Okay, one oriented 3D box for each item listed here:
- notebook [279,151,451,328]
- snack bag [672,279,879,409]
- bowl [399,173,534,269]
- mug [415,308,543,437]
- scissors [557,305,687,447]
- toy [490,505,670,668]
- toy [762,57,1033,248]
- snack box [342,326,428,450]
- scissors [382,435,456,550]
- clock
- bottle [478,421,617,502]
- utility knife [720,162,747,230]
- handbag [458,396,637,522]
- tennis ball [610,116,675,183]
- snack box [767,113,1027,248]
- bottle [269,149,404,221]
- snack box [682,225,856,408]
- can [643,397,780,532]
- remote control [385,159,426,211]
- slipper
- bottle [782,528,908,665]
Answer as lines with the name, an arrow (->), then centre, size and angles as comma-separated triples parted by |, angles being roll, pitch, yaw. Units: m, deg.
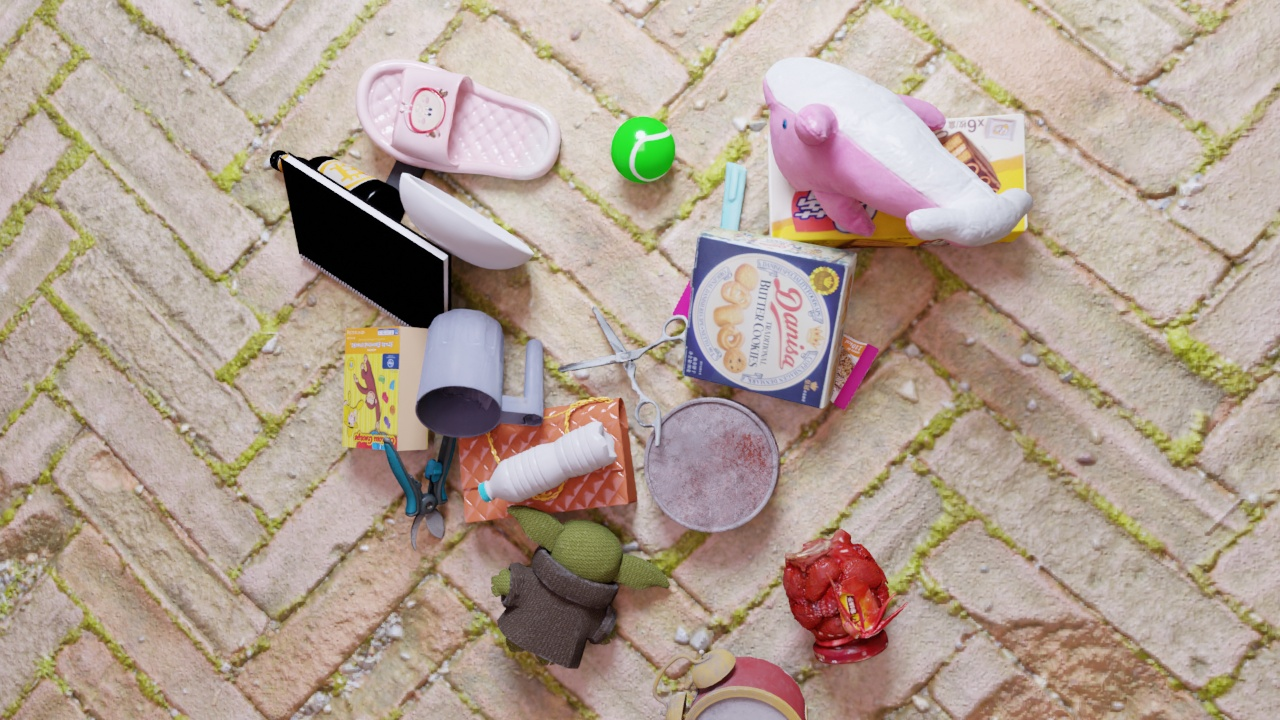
notebook -> -0.281, -0.108, 0.949 | 0.207, 0.149, 0.016 | 32, 55, 12
snack bag -> 0.130, -0.028, 0.904 | 0.196, 0.016, 0.070 | 30, 105, 11
bowl -> -0.180, -0.129, 0.914 | 0.149, 0.149, 0.043 | 34, 96, 11
mug -> -0.158, 0.014, 0.922 | 0.124, 0.084, 0.103 | 5, 49, -11
scissors -> -0.007, 0.008, 0.916 | 0.141, 0.014, 0.175 | -29, 63, 5
toy -> -0.076, 0.231, 0.914 | 0.179, 0.078, 0.152 | 28, 90, -12
toy -> 0.195, -0.161, 0.787 | 0.265, 0.186, 0.128 | 46, 137, 31
snack box -> -0.268, 0.029, 0.967 | 0.088, 0.040, 0.126 | 0, 88, 36
scissors -> -0.226, 0.121, 0.941 | 0.019, 0.124, 0.155 | 21, 86, 41
clock -> 0.087, 0.334, 0.872 | 0.159, 0.081, 0.117 | 31, 106, 2
bottle -> -0.091, 0.102, 0.880 | 0.136, 0.044, 0.044 | -24, 83, 8
utility knife -> 0.087, -0.116, 0.923 | 0.022, 0.015, 0.165 | 8, 92, 18
handbag -> -0.098, 0.101, 0.936 | 0.172, 0.060, 0.109 | -9, 82, 12
tennis ball -> 0.002, -0.211, 0.919 | 0.065, 0.065, 0.065 | 0, 88, 12
snack box -> 0.237, -0.163, 0.867 | 0.230, 0.061, 0.110 | -1, 88, 12
bottle -> -0.337, -0.189, 0.992 | 0.182, 0.059, 0.059 | 27, 94, 27
snack box -> 0.118, -0.042, 0.865 | 0.145, 0.042, 0.144 | 13, 114, 20
can -> 0.071, 0.101, 0.904 | 0.130, 0.044, 0.130 | 0, 88, 12
remote control -> -0.253, -0.212, 1.001 | 0.033, 0.015, 0.147 | 28, 94, 12
slipper -> -0.192, -0.247, 0.958 | 0.221, 0.055, 0.107 | 16, 96, 1
bottle -> 0.186, 0.217, 0.849 | 0.099, 0.099, 0.111 | -15, 89, 11
